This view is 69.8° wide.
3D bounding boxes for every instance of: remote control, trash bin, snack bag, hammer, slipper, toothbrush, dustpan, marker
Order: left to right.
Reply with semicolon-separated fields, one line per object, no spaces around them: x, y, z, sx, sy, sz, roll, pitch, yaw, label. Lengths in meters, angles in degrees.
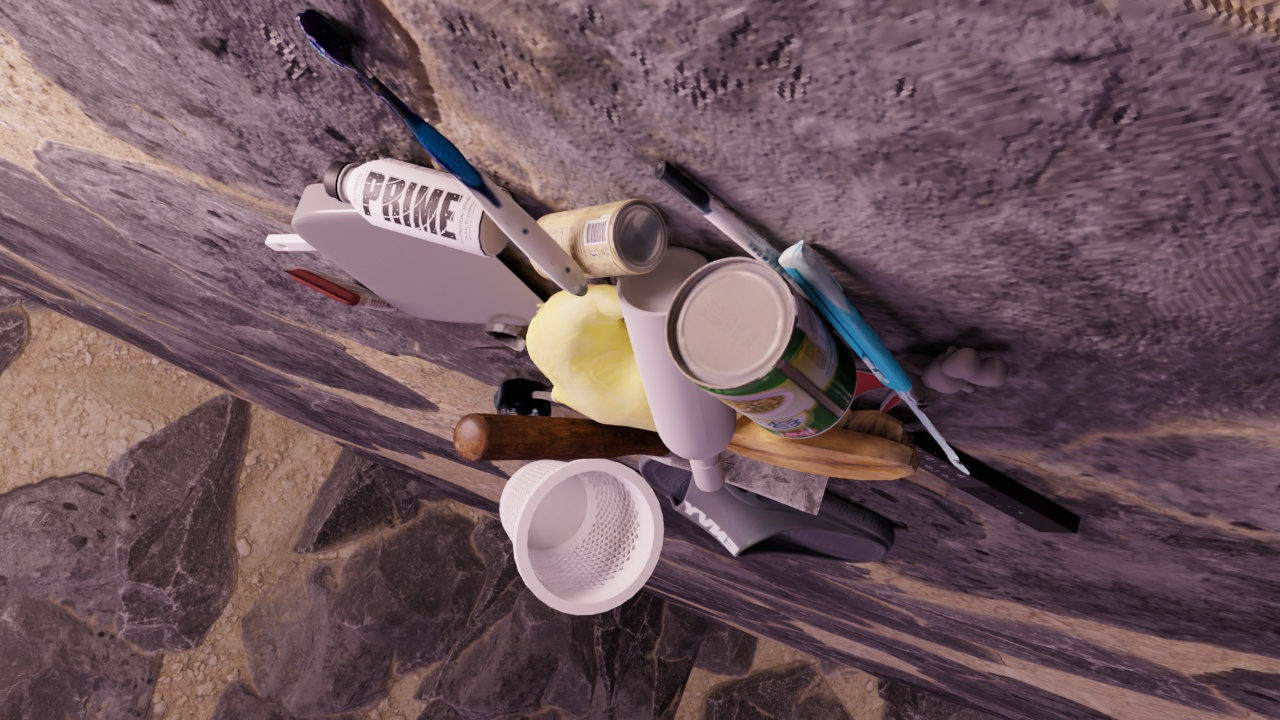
-0.248;-0.058;0.776;0.057;0.013;0.158;27;-179;-1;snack bag
-0.190;-0.078;0.684;0.258;0.033;0.163;3;157;28;dustpan
-0.093;-0.097;0.452;0.189;0.016;0.017;44;167;-19;toothbrush
-0.099;0.214;1.230;0.195;0.195;0.200;29;172;-22;trash bin
-0.005;0.071;0.690;0.218;0.037;0.300;18;-176;29;hammer
0.117;0.161;0.893;0.268;0.083;0.111;21;149;-7;slipper
0.063;-0.053;0.459;0.152;0.011;0.011;33;161;-30;marker
0.247;0.090;0.656;0.150;0.013;0.034;28;163;-16;remote control

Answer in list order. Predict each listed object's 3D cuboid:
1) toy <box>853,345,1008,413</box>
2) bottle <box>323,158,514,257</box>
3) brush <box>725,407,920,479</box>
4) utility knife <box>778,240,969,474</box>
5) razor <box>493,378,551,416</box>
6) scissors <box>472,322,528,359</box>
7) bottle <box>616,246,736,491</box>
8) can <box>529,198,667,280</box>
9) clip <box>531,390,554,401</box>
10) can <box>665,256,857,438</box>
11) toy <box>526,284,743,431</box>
0.153;0.011;0.505;0.049;0.030;0.112;16;166;-17;toy
-0.132;-0.093;0.535;0.116;0.041;0.041;17;163;18;bottle
0.110;0.050;0.658;0.196;0.043;0.059;7;156;45;brush
0.129;0.004;0.474;0.179;0.015;0.022;46;165;-24;utility knife
-0.130;0.052;0.944;0.054;0.067;0.151;15;174;-17;razor
-0.092;-0.011;0.759;0.158;0.012;0.165;10;171;20;scissors
0.030;0.019;0.560;0.052;0.052;0.195;15;145;25;bottle
-0.025;-0.063;0.492;0.038;0.038;0.080;35;160;-35;can
-0.037;0.019;0.738;0.102;0.057;0.052;13;148;-18;clip
0.066;-0.002;0.479;0.067;0.067;0.121;13;171;30;can
-0.004;0.004;0.627;0.170;0.064;0.155;28;146;-29;toy
